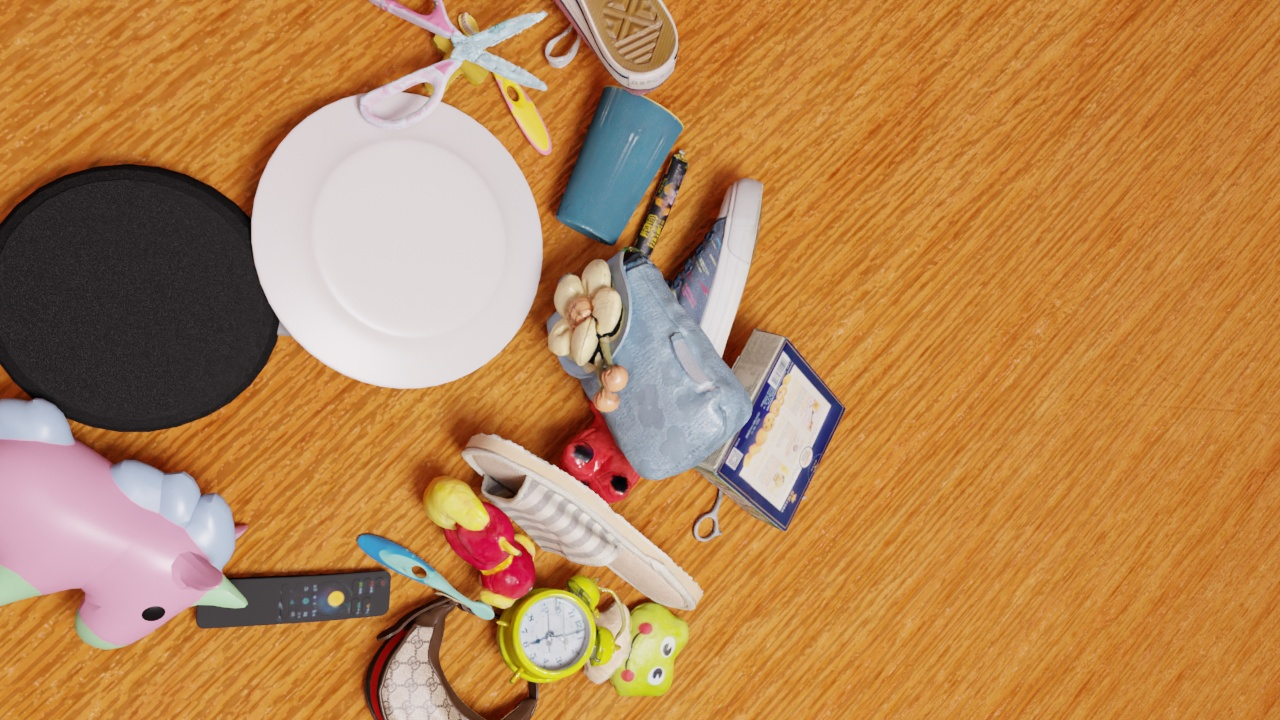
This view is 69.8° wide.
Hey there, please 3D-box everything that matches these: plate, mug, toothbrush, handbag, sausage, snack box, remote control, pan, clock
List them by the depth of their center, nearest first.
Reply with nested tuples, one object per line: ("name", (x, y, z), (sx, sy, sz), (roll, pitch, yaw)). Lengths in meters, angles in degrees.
("pan", (-0.308, -0.036, 0.717), (0.355, 0.044, 0.204), (8, 93, -22))
("plate", (-0.187, -0.098, 0.749), (0.242, 0.016, 0.242), (-1, 91, -32))
("remote control", (-0.287, 0.198, 0.767), (0.151, 0.020, 0.041), (3, 95, -24))
("handbag", (-0.005, 0.004, 0.769), (0.122, 0.118, 0.192), (-38, 75, 24))
("toothbrush", (-0.115, -0.236, 0.786), (0.021, 0.016, 0.135), (-39, 109, -19))
("toothbrush", (-0.185, 0.187, 0.795), (0.135, 0.017, 0.022), (31, 90, -3))
("mug", (-0.023, -0.167, 0.804), (0.078, 0.078, 0.121), (25, 91, -23))
("handbag", (-0.163, 0.286, 0.815), (0.138, 0.063, 0.166), (-43, 106, -31))
("clock", (-0.070, 0.239, 0.818), (0.118, 0.057, 0.083), (-14, 77, -25))
("sausage", (0.011, -0.124, 0.850), (0.020, 0.020, 0.155), (25, 87, -23))
("snack box", (0.123, 0.068, 0.871), (0.145, 0.043, 0.144), (43, 71, -43))

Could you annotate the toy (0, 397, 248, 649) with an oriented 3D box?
("toy", (-0.398, 0.112, 0.667), (0.171, 0.120, 0.222), (-22, 105, -9))

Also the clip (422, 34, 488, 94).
("clip", (-0.160, -0.244, 0.767), (0.054, 0.048, 0.045), (42, 35, -22))

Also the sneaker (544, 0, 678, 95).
("sneaker", (-0.047, -0.322, 0.768), (0.118, 0.088, 0.241), (-31, 85, -4))

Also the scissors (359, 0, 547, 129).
("scissors", (-0.159, -0.240, 0.733), (0.170, 0.014, 0.168), (28, 79, -2))

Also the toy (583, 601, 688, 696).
("toy", (-0.014, 0.271, 0.874), (0.117, 0.043, 0.092), (23, 84, -20))

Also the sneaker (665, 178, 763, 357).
("sneaker", (0.053, -0.059, 0.855), (0.079, 0.087, 0.235), (17, 90, 5))

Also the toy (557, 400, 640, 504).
("toy", (-0.026, 0.084, 0.849), (0.088, 0.094, 0.132), (45, 50, 10))

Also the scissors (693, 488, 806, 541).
("scissors", (0.097, 0.117, 0.918), (0.174, 0.014, 0.141), (17, 93, -25))

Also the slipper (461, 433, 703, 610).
("slipper", (-0.050, 0.155, 0.810), (0.272, 0.115, 0.054), (42, 67, -28))

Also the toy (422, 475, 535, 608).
("toy", (-0.133, 0.152, 0.782), (0.067, 0.106, 0.137), (-42, 119, -26))
